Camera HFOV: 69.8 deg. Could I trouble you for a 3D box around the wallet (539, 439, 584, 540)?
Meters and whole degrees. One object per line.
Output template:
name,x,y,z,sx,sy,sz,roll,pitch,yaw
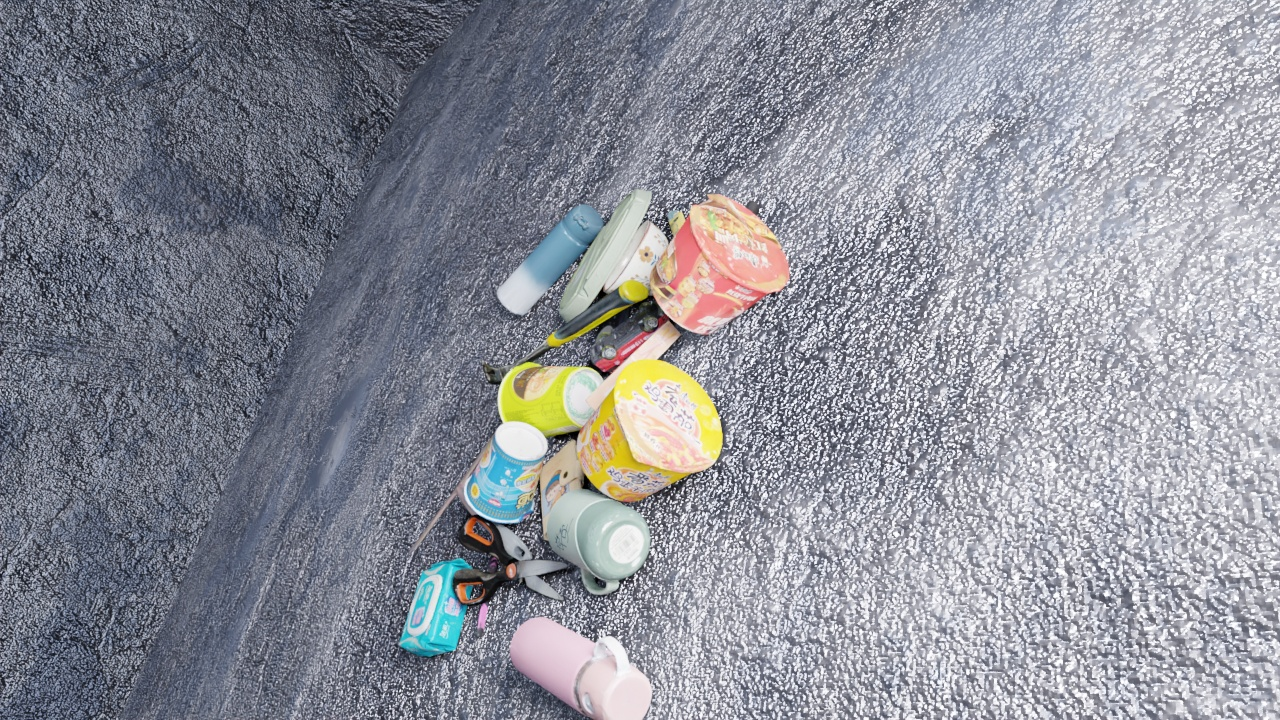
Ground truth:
wallet,-0.100,0.165,1.190,0.087,0.024,0.115,-49,29,26

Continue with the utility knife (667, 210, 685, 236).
utility knife,0.058,-0.165,1.264,0.031,0.018,0.166,-39,30,21

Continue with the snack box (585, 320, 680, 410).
snack box,-0.007,0.006,1.109,0.085,0.026,0.157,-43,1,25

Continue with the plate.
plate,-0.056,-0.155,1.343,0.230,0.027,0.230,-54,12,17

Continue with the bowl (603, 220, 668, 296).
bowl,0.004,-0.126,1.244,0.114,0.062,0.113,-53,14,18

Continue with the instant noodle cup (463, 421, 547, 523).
instant noodle cup,-0.171,0.142,1.210,0.099,0.099,0.110,-103,32,-51

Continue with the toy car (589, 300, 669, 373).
toy car,-0.012,-0.030,1.208,0.121,0.045,0.052,-37,29,13

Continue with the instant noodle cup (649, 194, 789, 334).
instant noodle cup,0.085,-0.102,1.053,0.109,0.138,0.137,-45,31,39

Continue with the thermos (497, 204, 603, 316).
thermos,-0.149,-0.168,1.529,0.221,0.070,0.070,-43,33,24

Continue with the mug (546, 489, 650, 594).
mug,-0.045,0.207,1.018,0.106,0.082,0.112,9,101,58

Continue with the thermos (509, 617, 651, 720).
thermos,-0.065,0.311,0.944,0.199,0.067,0.087,-1,99,58

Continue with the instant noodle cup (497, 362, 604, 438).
instant noodle cup,-0.110,0.053,1.232,0.124,0.111,0.111,-8,56,44

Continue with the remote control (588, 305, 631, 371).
remote control,-0.038,-0.042,1.282,0.053,0.024,0.136,-14,53,49

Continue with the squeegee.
squeegee,-0.218,0.214,1.273,0.247,0.040,0.250,-55,38,-5

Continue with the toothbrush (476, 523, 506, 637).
toothbrush,-0.199,0.282,1.240,0.018,0.014,0.188,-31,40,38

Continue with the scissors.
scissors,-0.173,0.254,1.173,0.230,0.021,0.189,-37,56,34

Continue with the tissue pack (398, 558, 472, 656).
tissue pack,-0.280,0.341,1.271,0.093,0.050,0.133,-26,43,45

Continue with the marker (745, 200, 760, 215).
marker,0.113,-0.139,1.147,0.132,0.020,0.022,-63,15,-7

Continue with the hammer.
hammer,-0.109,-0.032,1.274,0.324,0.125,0.032,-30,75,44

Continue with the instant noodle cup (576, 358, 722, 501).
instant noodle cup,0.002,0.083,1.003,0.110,0.138,0.137,-43,32,41
